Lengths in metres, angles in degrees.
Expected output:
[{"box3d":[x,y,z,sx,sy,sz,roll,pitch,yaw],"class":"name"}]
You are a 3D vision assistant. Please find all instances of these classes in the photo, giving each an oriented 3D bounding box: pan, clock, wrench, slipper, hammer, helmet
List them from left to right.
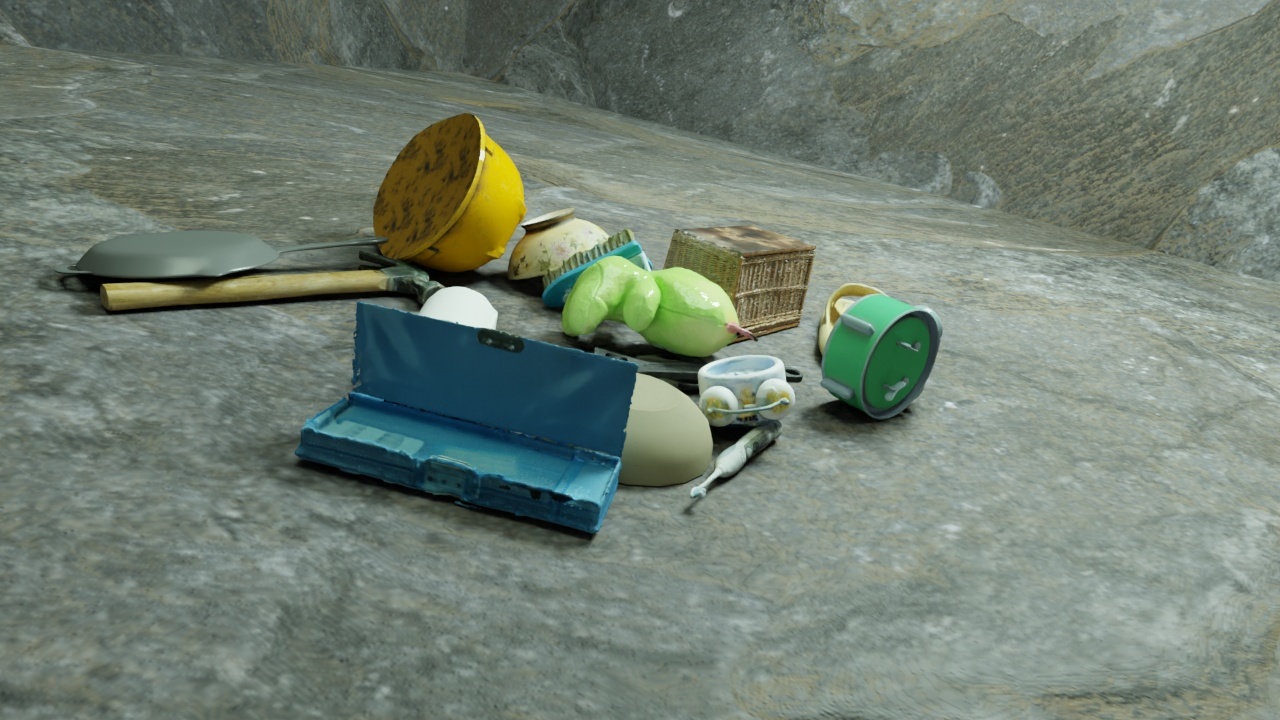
[{"box3d":[-0.442,-0.127,1.013,0.353,0.024,0.217,-13,21,-41],"class":"pan"},{"box3d":[-0.382,-0.079,0.970,0.329,0.033,0.132,-8,29,-40],"class":"hammer"},{"box3d":[-0.225,-0.193,1.166,0.131,0.205,0.255,31,-1,-37],"class":"helmet"},{"box3d":[0.048,0.011,0.933,0.272,0.018,0.073,2,24,-23],"class":"wrench"},{"box3d":[0.097,0.033,0.856,0.089,0.052,0.125,-7,13,3],"class":"clock"},{"box3d":[0.289,-0.053,1.173,0.111,0.079,0.260,19,22,11],"class":"slipper"},{"box3d":[0.269,-0.004,0.972,0.161,0.122,0.075,-2,23,-40],"class":"clock"}]

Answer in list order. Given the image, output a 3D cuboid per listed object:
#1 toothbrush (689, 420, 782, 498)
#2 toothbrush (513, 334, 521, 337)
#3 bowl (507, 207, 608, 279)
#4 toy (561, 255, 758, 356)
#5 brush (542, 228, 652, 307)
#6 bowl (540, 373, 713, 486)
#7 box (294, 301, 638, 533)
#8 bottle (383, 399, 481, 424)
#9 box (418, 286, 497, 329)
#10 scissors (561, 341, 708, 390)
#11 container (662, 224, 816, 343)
[{"box3d":[0.081,0.084,0.788,0.024,0.022,0.185,1,13,29],"class":"toothbrush"},{"box3d":[-0.205,-0.027,0.950,0.167,0.013,0.012,6,21,-6],"class":"toothbrush"},{"box3d":[-0.110,-0.155,1.178,0.145,0.063,0.145,-15,16,4],"class":"bowl"},{"box3d":[0.017,-0.058,0.992,0.196,0.107,0.150,1,0,-9],"class":"toy"},{"box3d":[-0.054,-0.093,1.088,0.136,0.055,0.075,-24,54,11],"class":"brush"},{"box3d":[-0.009,0.048,0.793,0.152,0.050,0.152,9,21,-4],"class":"bowl"},{"box3d":[-0.125,0.037,0.680,0.231,0.112,0.094,13,20,7],"class":"box"},{"box3d":[-0.118,0.031,0.750,0.185,0.045,0.045,5,19,12],"class":"bottle"},{"box3d":[-0.147,-0.008,0.836,0.136,0.084,0.146,15,22,-5],"class":"box"},{"box3d":[0.000,0.000,0.980,0.165,0.013,0.149,24,24,35],"class":"scissors"},{"box3d":[0.124,-0.102,1.166,0.114,0.113,0.198,26,24,34],"class":"container"}]
